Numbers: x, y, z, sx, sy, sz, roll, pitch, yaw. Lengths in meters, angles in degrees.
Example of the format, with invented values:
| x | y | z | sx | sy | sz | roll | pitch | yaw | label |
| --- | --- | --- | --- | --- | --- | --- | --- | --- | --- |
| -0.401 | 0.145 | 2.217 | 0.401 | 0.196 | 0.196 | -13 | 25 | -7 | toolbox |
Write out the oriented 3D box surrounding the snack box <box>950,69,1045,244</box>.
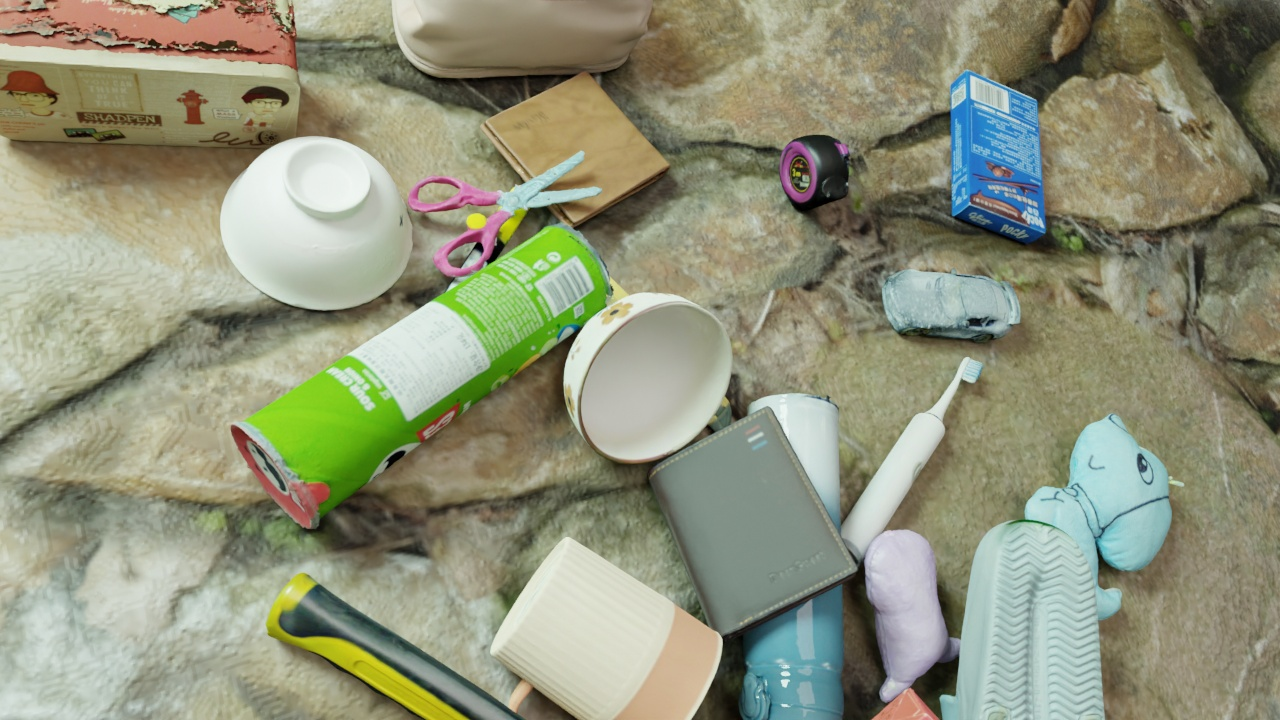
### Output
| x | y | z | sx | sy | sz | roll | pitch | yaw | label |
| --- | --- | --- | --- | --- | --- | --- | --- | --- | --- |
| 0.329 | -0.189 | 0.849 | 0.084 | 0.026 | 0.156 | 17 | 63 | -15 | snack box |

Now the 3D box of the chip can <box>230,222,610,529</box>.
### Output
| x | y | z | sx | sy | sz | roll | pitch | yaw | label |
| --- | --- | --- | --- | --- | --- | --- | --- | --- | --- |
| -0.121 | 0.001 | 0.553 | 0.235 | 0.072 | 0.072 | -39 | 87 | -31 | chip can |

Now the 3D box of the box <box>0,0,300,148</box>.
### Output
| x | y | z | sx | sy | sz | roll | pitch | yaw | label |
| --- | --- | --- | --- | --- | --- | --- | --- | --- | --- |
| -0.294 | -0.184 | 0.547 | 0.168 | 0.092 | 0.079 | -4 | 74 | -24 | box |

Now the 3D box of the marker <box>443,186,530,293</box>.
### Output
| x | y | z | sx | sy | sz | roll | pitch | yaw | label |
| --- | --- | --- | --- | --- | --- | --- | --- | --- | --- |
| -0.107 | -0.072 | 0.625 | 0.018 | 0.015 | 0.123 | 29 | 63 | -4 | marker |

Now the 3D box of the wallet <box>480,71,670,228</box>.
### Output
| x | y | z | sx | sy | sz | roll | pitch | yaw | label |
| --- | --- | --- | --- | --- | --- | --- | --- | --- | --- |
| -0.045 | -0.156 | 0.675 | 0.101 | 0.020 | 0.115 | 48 | 51 | 3 | wallet |

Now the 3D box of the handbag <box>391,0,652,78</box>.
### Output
| x | y | z | sx | sy | sz | roll | pitch | yaw | label |
| --- | --- | --- | --- | --- | --- | --- | --- | --- | --- |
| -0.107 | -0.330 | 0.702 | 0.193 | 0.094 | 0.234 | -8 | 65 | -26 | handbag |

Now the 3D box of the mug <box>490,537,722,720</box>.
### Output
| x | y | z | sx | sy | sz | roll | pitch | yaw | label |
| --- | --- | --- | --- | --- | --- | --- | --- | --- | --- |
| -0.029 | 0.175 | 0.522 | 0.106 | 0.081 | 0.114 | 35 | 89 | -4 | mug |

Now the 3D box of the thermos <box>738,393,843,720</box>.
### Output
| x | y | z | sx | sy | sz | roll | pitch | yaw | label |
| --- | --- | --- | --- | --- | --- | --- | --- | --- | --- |
| 0.098 | 0.132 | 0.595 | 0.070 | 0.070 | 0.220 | 13 | 64 | -18 | thermos |

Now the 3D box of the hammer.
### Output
| x | y | z | sx | sy | sz | roll | pitch | yaw | label |
| --- | --- | --- | --- | --- | --- | --- | --- | --- | --- |
| -0.052 | 0.209 | 0.486 | 0.323 | 0.126 | 0.031 | 32 | 25 | 0 | hammer |

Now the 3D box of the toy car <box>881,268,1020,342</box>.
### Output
| x | y | z | sx | sy | sz | roll | pitch | yaw | label |
| --- | --- | --- | --- | --- | --- | --- | --- | --- | --- |
| 0.256 | -0.047 | 0.754 | 0.120 | 0.037 | 0.054 | 2 | 68 | -19 | toy car |

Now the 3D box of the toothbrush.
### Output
| x | y | z | sx | sy | sz | roll | pitch | yaw | label |
| --- | --- | --- | --- | --- | --- | --- | --- | --- | --- |
| 0.205 | 0.068 | 0.689 | 0.026 | 0.027 | 0.220 | 28 | 55 | 25 | toothbrush |

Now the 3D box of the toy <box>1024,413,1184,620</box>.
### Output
| x | y | z | sx | sy | sz | roll | pitch | yaw | label |
| --- | --- | --- | --- | --- | --- | --- | --- | --- | --- |
| 0.367 | 0.120 | 0.723 | 0.156 | 0.050 | 0.161 | 2 | 73 | -20 | toy |

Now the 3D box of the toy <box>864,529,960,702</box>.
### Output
| x | y | z | sx | sy | sz | roll | pitch | yaw | label |
| --- | --- | --- | --- | --- | --- | --- | --- | --- | --- |
| 0.184 | 0.166 | 0.625 | 0.083 | 0.039 | 0.108 | -16 | 92 | -31 | toy |

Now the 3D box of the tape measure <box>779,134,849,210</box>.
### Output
| x | y | z | sx | sy | sz | roll | pitch | yaw | label |
| --- | --- | --- | --- | --- | --- | --- | --- | --- | --- |
| 0.141 | -0.152 | 0.737 | 0.039 | 0.057 | 0.058 | -14 | 91 | -24 | tape measure |

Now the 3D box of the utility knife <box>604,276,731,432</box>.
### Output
| x | y | z | sx | sy | sz | roll | pitch | yaw | label |
| --- | --- | --- | --- | --- | --- | --- | --- | --- | --- |
| 0.005 | -0.013 | 0.649 | 0.173 | 0.019 | 0.030 | 43 | 53 | 4 | utility knife |

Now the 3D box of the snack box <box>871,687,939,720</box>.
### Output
| x | y | z | sx | sy | sz | roll | pitch | yaw | label |
| --- | --- | --- | --- | --- | --- | --- | --- | --- | --- |
| 0.164 | 0.283 | 0.542 | 0.113 | 0.044 | 0.127 | -42 | 88 | 2 | snack box |

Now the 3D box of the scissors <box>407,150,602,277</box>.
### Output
| x | y | z | sx | sy | sz | roll | pitch | yaw | label |
| --- | --- | --- | --- | --- | --- | --- | --- | --- | --- |
| -0.094 | -0.115 | 0.625 | 0.137 | 0.017 | 0.096 | -38 | 78 | -17 | scissors |

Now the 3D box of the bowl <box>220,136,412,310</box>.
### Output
| x | y | z | sx | sy | sz | roll | pitch | yaw | label |
| --- | --- | --- | --- | --- | --- | --- | --- | --- | --- |
| -0.197 | -0.097 | 0.568 | 0.118 | 0.065 | 0.118 | 8 | 66 | -19 | bowl |

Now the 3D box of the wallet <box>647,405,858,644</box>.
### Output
| x | y | z | sx | sy | sz | roll | pitch | yaw | label |
| --- | --- | --- | --- | --- | --- | --- | --- | --- | --- |
| 0.066 | 0.101 | 0.575 | 0.096 | 0.020 | 0.122 | -30 | 58 | 9 | wallet |

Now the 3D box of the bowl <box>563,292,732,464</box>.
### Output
| x | y | z | sx | sy | sz | roll | pitch | yaw | label |
| --- | --- | --- | --- | --- | --- | --- | --- | --- | --- |
| -0.004 | 0.003 | 0.596 | 0.113 | 0.114 | 0.062 | -14 | 34 | -27 | bowl |

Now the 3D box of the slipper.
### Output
| x | y | z | sx | sy | sz | roll | pitch | yaw | label |
| --- | --- | --- | --- | --- | --- | --- | --- | --- | --- |
| 0.248 | 0.228 | 0.609 | 0.104 | 0.074 | 0.245 | 4 | 84 | -12 | slipper |
